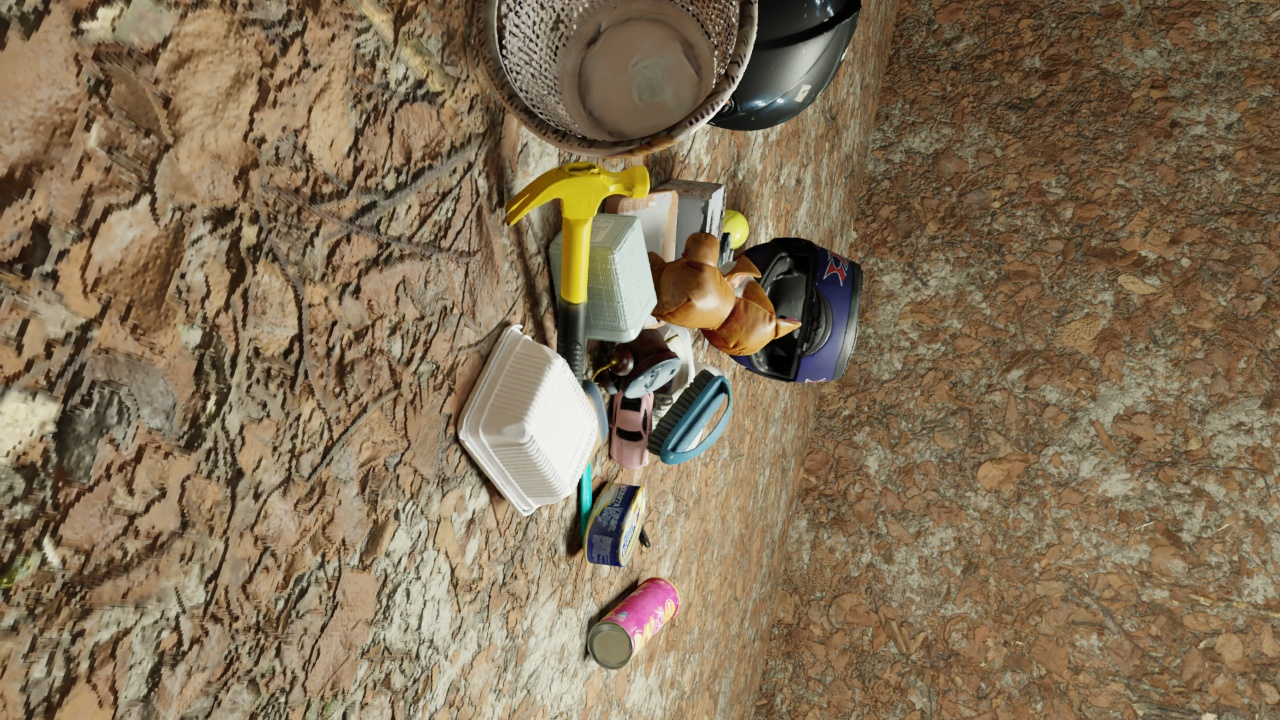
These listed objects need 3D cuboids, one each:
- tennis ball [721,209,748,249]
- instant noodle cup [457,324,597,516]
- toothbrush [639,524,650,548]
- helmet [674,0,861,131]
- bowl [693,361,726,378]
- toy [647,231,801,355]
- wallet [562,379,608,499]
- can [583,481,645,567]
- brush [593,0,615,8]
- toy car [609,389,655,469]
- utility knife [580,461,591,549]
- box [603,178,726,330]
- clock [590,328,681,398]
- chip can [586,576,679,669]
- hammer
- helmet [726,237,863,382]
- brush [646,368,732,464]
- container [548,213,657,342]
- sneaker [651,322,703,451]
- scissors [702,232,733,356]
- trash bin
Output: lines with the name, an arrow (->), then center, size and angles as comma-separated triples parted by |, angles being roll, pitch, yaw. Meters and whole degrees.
tennis ball -> 0.143, -0.212, 1.490 | 0.065, 0.065, 0.065 | 10, 89, -71
instant noodle cup -> -0.098, 0.063, 0.905 | 0.173, 0.060, 0.137 | 67, 38, -50
toothbrush -> -0.005, 0.240, 1.364 | 0.018, 0.016, 0.181 | -62, 154, -29
helmet -> 0.149, -0.414, 1.187 | 0.275, 0.230, 0.232 | 109, 8, -49
bowl -> 0.064, 0.043, 1.369 | 0.064, 0.119, 0.118 | 35, 58, -26
toy -> 0.093, -0.072, 1.101 | 0.199, 0.140, 0.130 | 33, 60, -32
wallet -> -0.075, 0.090, 1.059 | 0.115, 0.033, 0.090 | -59, 150, -45
can -> -0.031, 0.210, 1.186 | 0.147, 0.049, 0.075 | -59, 152, -67
brush -> -0.008, -0.373, 0.971 | 0.073, 0.063, 0.146 | -64, 158, -14
toy car -> -0.011, 0.087, 1.205 | 0.037, 0.056, 0.122 | -43, 139, -66
utility knife -> -0.069, 0.178, 1.152 | 0.029, 0.013, 0.151 | -46, 139, -64
box -> 0.032, -0.133, 1.182 | 0.260, 0.105, 0.179 | -47, 143, -68
clock -> -0.007, 0.007, 1.129 | 0.121, 0.055, 0.082 | -20, 158, -29
chip can -> -0.006, 0.380, 1.343 | 0.210, 0.071, 0.071 | -10, 109, -70
hammer -> -0.068, -0.065, 0.914 | 0.301, 0.128, 0.032 | 97, -14, -44
helmet -> 0.238, -0.083, 1.545 | 0.315, 0.240, 0.247 | -46, 144, -77
brush -> 0.074, 0.079, 1.201 | 0.143, 0.073, 0.055 | -52, 150, -19
container -> -0.041, -0.093, 0.981 | 0.089, 0.090, 0.112 | -60, 150, -46
sneaker -> 0.034, 0.063, 1.275 | 0.090, 0.090, 0.243 | -56, 149, -45
scissors -> 0.107, -0.090, 1.261 | 0.156, 0.014, 0.168 | -49, 146, -67
trash bin -> -0.011, -0.277, 0.819 | 0.192, 0.227, 0.227 | -13, 112, -83
